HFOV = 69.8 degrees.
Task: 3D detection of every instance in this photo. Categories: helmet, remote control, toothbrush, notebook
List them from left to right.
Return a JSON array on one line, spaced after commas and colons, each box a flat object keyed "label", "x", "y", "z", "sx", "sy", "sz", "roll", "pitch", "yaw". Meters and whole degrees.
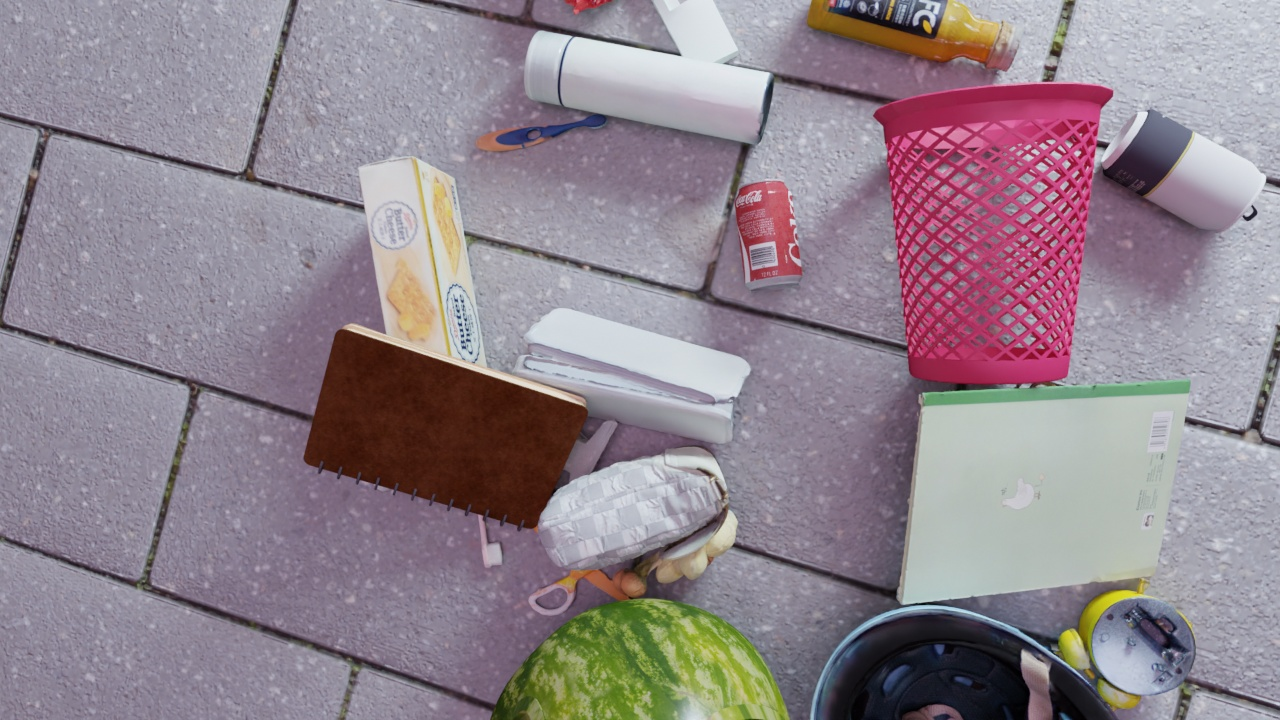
[{"label": "notebook", "x": -0.180, "y": 0.068, "z": 0.836, "sx": 0.225, "sy": 0.024, "sz": 0.168, "roll": 19, "pitch": 121, "yaw": -12}, {"label": "toothbrush", "x": -0.160, "y": 0.114, "z": 0.907, "sx": 0.018, "sy": 0.015, "sz": 0.181, "roll": -10, "pitch": 87, "yaw": 2}, {"label": "toothbrush", "x": -0.098, "y": -0.225, "z": 0.907, "sx": 0.135, "sy": 0.017, "sz": 0.021, "roll": -8, "pitch": 83, "yaw": 11}, {"label": "helmet", "x": 0.000, "y": 0.314, "z": 0.766, "sx": 0.242, "sy": 0.248, "sz": 0.213, "roll": -36, "pitch": 114, "yaw": -30}, {"label": "remote control", "x": 0.039, "y": -0.347, "z": 0.882, "sx": 0.049, "sy": 0.024, "sz": 0.143, "roll": -28, "pitch": 84, "yaw": 7}, {"label": "helmet", "x": 0.260, "y": 0.317, "z": 0.757, "sx": 0.265, "sy": 0.167, "sz": 0.225, "roll": 44, "pitch": 93, "yaw": 5}, {"label": "notebook", "x": 0.335, "y": 0.107, "z": 0.756, "sx": 0.252, "sy": 0.010, "sz": 0.182, "roll": -2, "pitch": 106, "yaw": -14}]

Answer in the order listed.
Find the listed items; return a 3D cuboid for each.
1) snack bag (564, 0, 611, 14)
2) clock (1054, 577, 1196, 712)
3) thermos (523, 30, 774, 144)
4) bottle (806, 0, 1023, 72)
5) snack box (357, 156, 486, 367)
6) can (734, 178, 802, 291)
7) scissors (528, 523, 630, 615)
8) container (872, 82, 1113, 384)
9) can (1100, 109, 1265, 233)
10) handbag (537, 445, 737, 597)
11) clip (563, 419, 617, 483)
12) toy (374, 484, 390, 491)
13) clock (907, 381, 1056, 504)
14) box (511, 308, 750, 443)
[{"label": "snack bag", "x": -0.066, "y": -0.424, "z": 0.875, "sx": 0.082, "sy": 0.082, "sz": 0.176, "roll": -25, "pitch": 86, "yaw": 7}, {"label": "clock", "x": 0.415, "y": 0.249, "z": 0.790, "sx": 0.083, "sy": 0.057, "sz": 0.119, "roll": 45, "pitch": 95, "yaw": 7}, {"label": "thermos", "x": 0.007, "y": -0.257, "z": 0.864, "sx": 0.230, "sy": 0.068, "sz": 0.068, "roll": 13, "pitch": 90, "yaw": 10}, {"label": "bottle", "x": 0.248, "y": -0.306, "z": 0.833, "sx": 0.186, "sy": 0.053, "sz": 0.053, "roll": 19, "pitch": 91, "yaw": 9}, {"label": "snack box", "x": -0.204, "y": -0.080, "z": 0.873, "sx": 0.057, "sy": 0.104, "sz": 0.208, "roll": -11, "pitch": 87, "yaw": 10}, {"label": "can", "x": 0.118, "y": -0.115, "z": 0.849, "sx": 0.054, "sy": 0.054, "sz": 0.096, "roll": -7, "pitch": 87, "yaw": 9}, {"label": "scissors", "x": -0.061, "y": 0.205, "z": 0.890, "sx": 0.125, "sy": 0.011, "sz": 0.129, "roll": 35, "pitch": 95, "yaw": 10}, {"label": "container", "x": 0.291, "y": -0.099, "z": 0.771, "sx": 0.183, "sy": 0.183, "sz": 0.226, "roll": -1, "pitch": 96, "yaw": 9}, {"label": "can", "x": 0.469, "y": -0.160, "z": 0.788, "sx": 0.127, "sy": 0.064, "sz": 0.064, "roll": 33, "pitch": 93, "yaw": 8}, {"label": "handbag", "x": -0.001, "y": 0.150, "z": 0.829, "sx": 0.171, "sy": 0.112, "sz": 0.123, "roll": -18, "pitch": 96, "yaw": 3}, {"label": "clip", "x": -0.066, "y": 0.088, "z": 0.877, "sx": 0.054, "sy": 0.038, "sz": 0.102, "roll": 32, "pitch": 110, "yaw": 13}, {"label": "toy", "x": -0.212, "y": 0.094, "z": 0.899, "sx": 0.126, "sy": 0.037, "sz": 0.076, "roll": -1, "pitch": 97, "yaw": 21}, {"label": "clock", "x": 0.308, "y": 0.085, "z": 0.793, "sx": 0.117, "sy": 0.081, "sz": 0.159, "roll": 40, "pitch": 93, "yaw": -21}, {"label": "box", "x": -0.003, "y": -0.002, "z": 0.851, "sx": 0.216, "sy": 0.108, "sz": 0.109, "roll": 12, "pitch": 74, "yaw": 9}]
